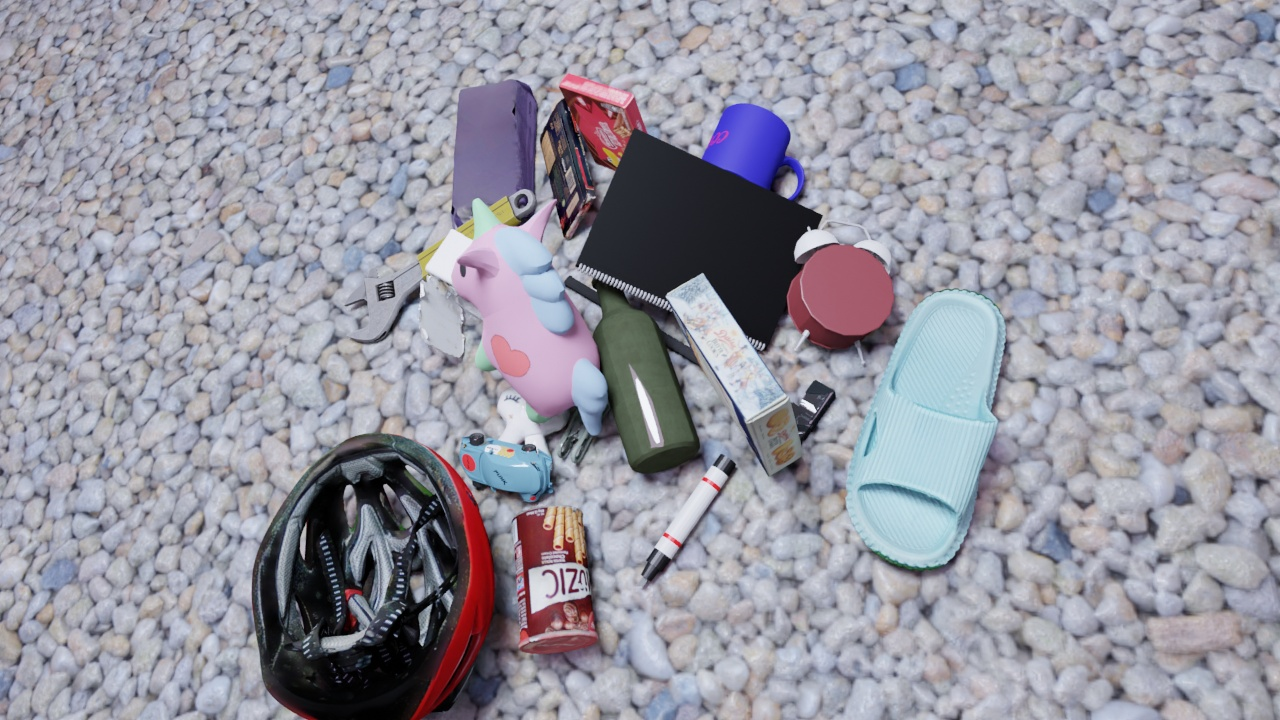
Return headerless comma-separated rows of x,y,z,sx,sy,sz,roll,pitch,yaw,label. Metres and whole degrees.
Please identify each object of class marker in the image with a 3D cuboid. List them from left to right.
0.041,0.152,0.861,0.019,0.019,0.145,31,78,27,marker

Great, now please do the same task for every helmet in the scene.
-0.235,0.199,0.839,0.217,0.167,0.271,-18,62,9,helmet

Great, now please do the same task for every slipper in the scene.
0.258,0.047,0.818,0.116,0.069,0.275,13,69,25,slipper

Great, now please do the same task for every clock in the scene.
0.193,-0.071,0.885,0.096,0.048,0.137,10,72,-6,clock

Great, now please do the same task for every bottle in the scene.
-0.005,0.005,0.904,0.071,0.071,0.206,-21,67,6,bottle

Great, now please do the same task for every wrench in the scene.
-0.230,-0.111,1.042,0.274,0.018,0.083,-30,71,13,wrench

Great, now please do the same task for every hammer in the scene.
0.037,-0.007,0.941,0.325,0.015,0.095,32,79,28,hammer

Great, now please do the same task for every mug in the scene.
0.123,-0.208,0.980,0.111,0.079,0.083,26,73,-4,mug

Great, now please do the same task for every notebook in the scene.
0.058,-0.117,0.905,0.206,0.016,0.149,23,89,-8,notebook

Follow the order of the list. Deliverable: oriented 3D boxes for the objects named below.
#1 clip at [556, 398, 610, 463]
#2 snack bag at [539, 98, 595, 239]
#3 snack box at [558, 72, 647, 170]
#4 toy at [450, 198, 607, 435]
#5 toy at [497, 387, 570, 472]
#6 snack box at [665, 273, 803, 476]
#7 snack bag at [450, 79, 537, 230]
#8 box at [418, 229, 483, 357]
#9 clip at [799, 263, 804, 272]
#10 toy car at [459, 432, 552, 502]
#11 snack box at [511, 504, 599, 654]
-0.059,0.068,0.930,0.047,0.023,0.076,18,70,25,clip
-0.086,-0.221,1.051,0.018,0.075,0.155,3,57,-29,snack bag
-0.030,-0.252,1.008,0.089,0.133,0.021,26,74,26,snack box
-0.096,-0.033,0.860,0.222,0.172,0.119,48,55,6,toy
-0.112,0.054,0.943,0.076,0.037,0.125,12,76,14,toy
0.087,0.016,0.822,0.042,0.144,0.145,-31,61,0,snack box
-0.177,-0.246,1.094,0.096,0.058,0.205,-9,63,12,snack bag
-0.188,-0.052,0.978,0.103,0.110,0.130,27,75,26,box
0.172,-0.080,0.925,0.025,0.047,0.062,0,93,17,clip
-0.140,0.108,0.914,0.108,0.060,0.027,10,25,22,toy car
-0.080,0.201,0.845,0.072,0.072,0.121,-14,62,10,snack box
